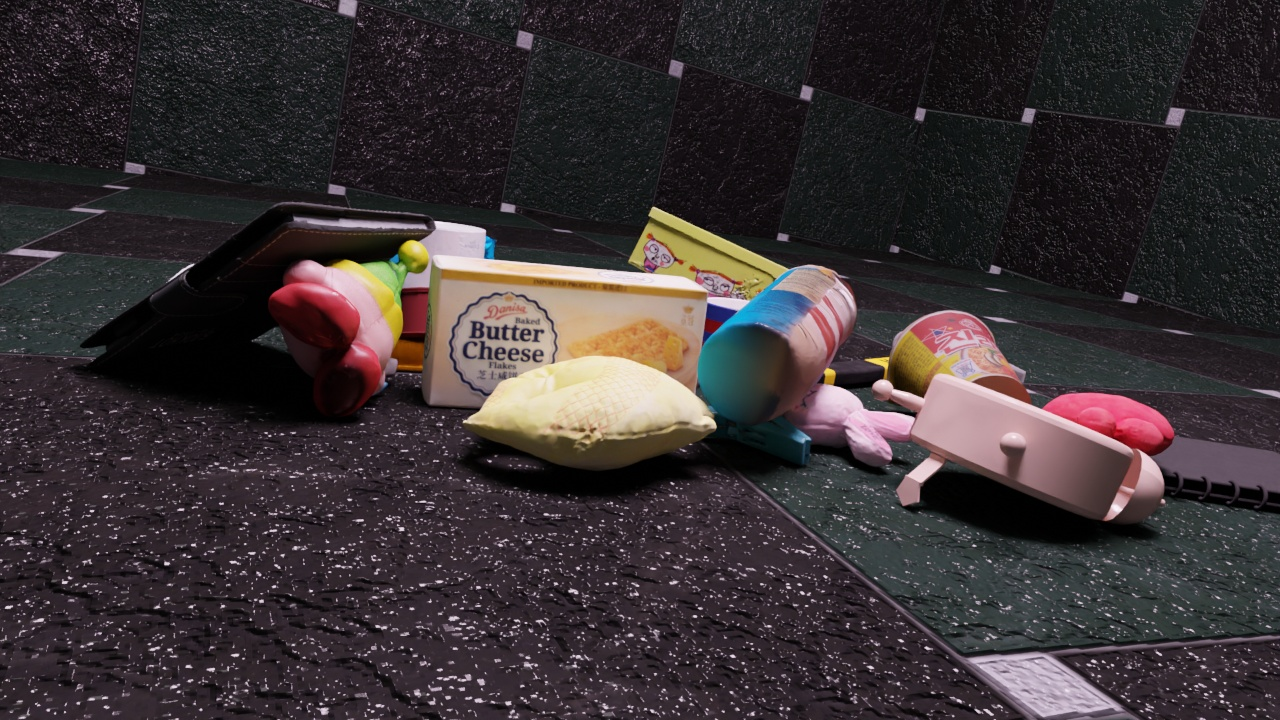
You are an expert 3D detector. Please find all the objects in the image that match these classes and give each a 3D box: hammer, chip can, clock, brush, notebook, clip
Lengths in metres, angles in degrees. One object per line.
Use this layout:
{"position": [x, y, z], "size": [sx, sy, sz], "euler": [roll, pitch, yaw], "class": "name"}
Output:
{"position": [0.266, 0.010, 0.970], "size": [0.323, 0.034, 0.170], "euler": [-4, 18, -40], "class": "hammer"}
{"position": [0.110, -0.018, 0.690], "size": [0.080, 0.080, 0.229], "euler": [12, 19, 18], "class": "chip can"}
{"position": [0.247, 0.066, 0.609], "size": [0.160, 0.086, 0.131], "euler": [12, 9, -27], "class": "clock"}
{"position": [-0.189, -0.038, 0.821], "size": [0.125, 0.044, 0.087], "euler": [0, -5, 14], "class": "clock"}
{"position": [-0.207, -0.005, 0.759], "size": [0.126, 0.017, 0.048], "euler": [3, 13, -20], "class": "brush"}
{"position": [0.444, 0.085, 0.752], "size": [0.231, 0.019, 0.169], "euler": [9, 11, 5], "class": "notebook"}
{"position": [-0.273, -0.054, 0.664], "size": [0.209, 0.029, 0.169], "euler": [-29, -3, 23], "class": "notebook"}
{"position": [0.072, 0.034, 0.685], "size": [0.120, 0.033, 0.118], "euler": [6, 27, 12], "class": "clip"}

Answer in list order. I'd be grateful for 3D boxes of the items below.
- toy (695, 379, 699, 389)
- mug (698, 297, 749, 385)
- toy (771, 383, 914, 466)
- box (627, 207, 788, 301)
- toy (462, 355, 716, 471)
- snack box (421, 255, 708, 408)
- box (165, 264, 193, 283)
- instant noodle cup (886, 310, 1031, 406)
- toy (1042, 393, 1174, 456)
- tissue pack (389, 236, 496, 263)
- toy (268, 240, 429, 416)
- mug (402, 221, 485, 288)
{"position": [-0.005, 0.005, 0.781], "size": [0.101, 0.041, 0.055], "euler": [12, -30, -26], "class": "toy"}
{"position": [0.100, -0.015, 0.860], "size": [0.075, 0.076, 0.111], "euler": [18, 16, 39], "class": "mug"}
{"position": [0.147, 0.044, 0.685], "size": [0.110, 0.047, 0.063], "euler": [19, 25, 32], "class": "toy"}
{"position": [0.107, -0.088, 1.027], "size": [0.221, 0.079, 0.124], "euler": [32, 8, 22], "class": "box"}
{"position": [-0.028, 0.030, 0.597], "size": [0.155, 0.064, 0.170], "euler": [3, 10, 4], "class": "toy"}
{"position": [-0.057, -0.017, 0.701], "size": [0.207, 0.104, 0.057], "euler": [4, 13, -19], "class": "snack box"}
{"position": [-0.345, -0.065, 0.882], "size": [0.213, 0.063, 0.118], "euler": [7, 14, -5], "class": "box"}
{"position": [0.276, 0.021, 0.778], "size": [0.100, 0.100, 0.112], "euler": [7, 19, -5], "class": "instant noodle cup"}
{"position": [0.351, 0.048, 0.693], "size": [0.092, 0.045, 0.135], "euler": [10, 4, 23], "class": "toy"}
{"position": [-0.231, -0.095, 0.992], "size": [0.144, 0.093, 0.061], "euler": [8, 19, 3], "class": "tissue pack"}
{"position": [-0.191, -0.028, 0.637], "size": [0.097, 0.124, 0.131], "euler": [-20, 29, 2], "class": "toy"}
{"position": [-0.199, -0.082, 0.913], "size": [0.082, 0.105, 0.082], "euler": [7, 12, -2], "class": "mug"}
